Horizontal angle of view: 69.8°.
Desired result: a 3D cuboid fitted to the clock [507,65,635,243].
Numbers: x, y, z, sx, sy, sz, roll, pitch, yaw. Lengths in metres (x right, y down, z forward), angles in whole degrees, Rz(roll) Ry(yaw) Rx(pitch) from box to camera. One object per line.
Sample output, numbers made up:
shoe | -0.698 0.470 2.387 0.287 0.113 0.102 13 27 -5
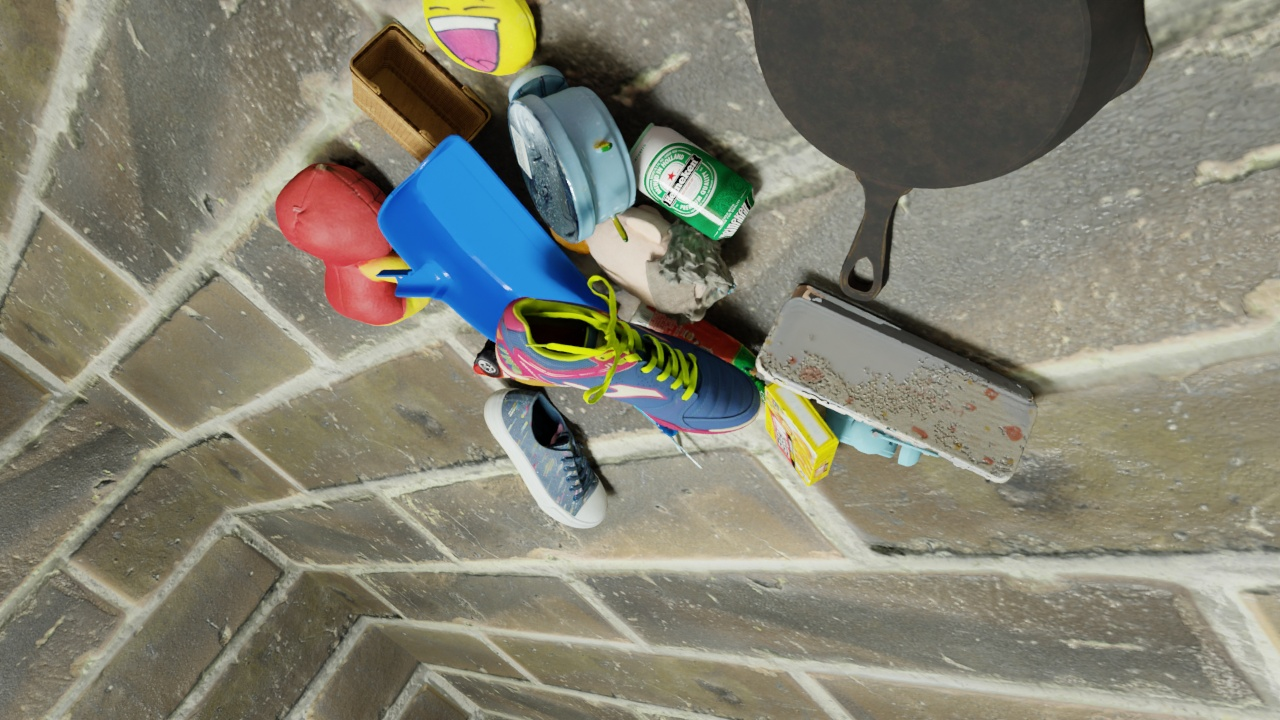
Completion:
clock | -0.062 -0.164 0.719 0.162 0.060 0.118 52 161 36

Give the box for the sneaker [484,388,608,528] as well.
sneaker | -0.104 0.128 1.170 0.079 0.087 0.235 -10 125 41

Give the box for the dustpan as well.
dustpan | -0.174 -0.092 0.880 0.258 0.059 0.245 6 145 50

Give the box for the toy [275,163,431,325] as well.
toy | -0.316 -0.125 1.005 0.147 0.098 0.217 14 149 15

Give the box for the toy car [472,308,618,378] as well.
toy car | -0.103 -0.020 0.967 0.190 0.081 0.056 -7 137 45

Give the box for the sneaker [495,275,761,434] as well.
sneaker | -0.005 0.004 0.785 0.241 0.116 0.091 14 149 -8

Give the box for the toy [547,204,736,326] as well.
toy | 0.003 -0.094 0.787 0.176 0.076 0.133 23 163 14

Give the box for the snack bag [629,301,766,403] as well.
snack bag | 0.061 -0.006 0.870 0.155 0.044 0.087 34 151 5

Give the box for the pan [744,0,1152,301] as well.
pan | 0.166 -0.153 0.593 0.249 0.043 0.357 22 146 17

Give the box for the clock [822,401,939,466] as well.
clock | 0.211 0.063 0.813 0.087 0.042 0.123 19 180 -34

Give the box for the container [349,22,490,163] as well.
container | -0.197 -0.224 0.800 0.114 0.063 0.061 42 154 -14

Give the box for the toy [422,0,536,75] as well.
toy | -0.123 -0.260 0.703 0.096 0.041 0.094 11 146 25

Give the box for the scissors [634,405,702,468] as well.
scissors | 0.033 0.084 1.021 0.132 0.015 0.110 50 171 -20

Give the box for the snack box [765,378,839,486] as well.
snack box | 0.146 0.067 0.847 0.075 0.025 0.152 55 176 19

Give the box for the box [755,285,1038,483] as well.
box | 0.209 0.020 0.764 0.216 0.094 0.107 26 175 10

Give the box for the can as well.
can | 0.038 -0.138 0.714 0.101 0.053 0.053 34 148 -2

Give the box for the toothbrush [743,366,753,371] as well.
toothbrush | 0.082 0.033 0.939 0.021 0.016 0.133 39 147 -5
